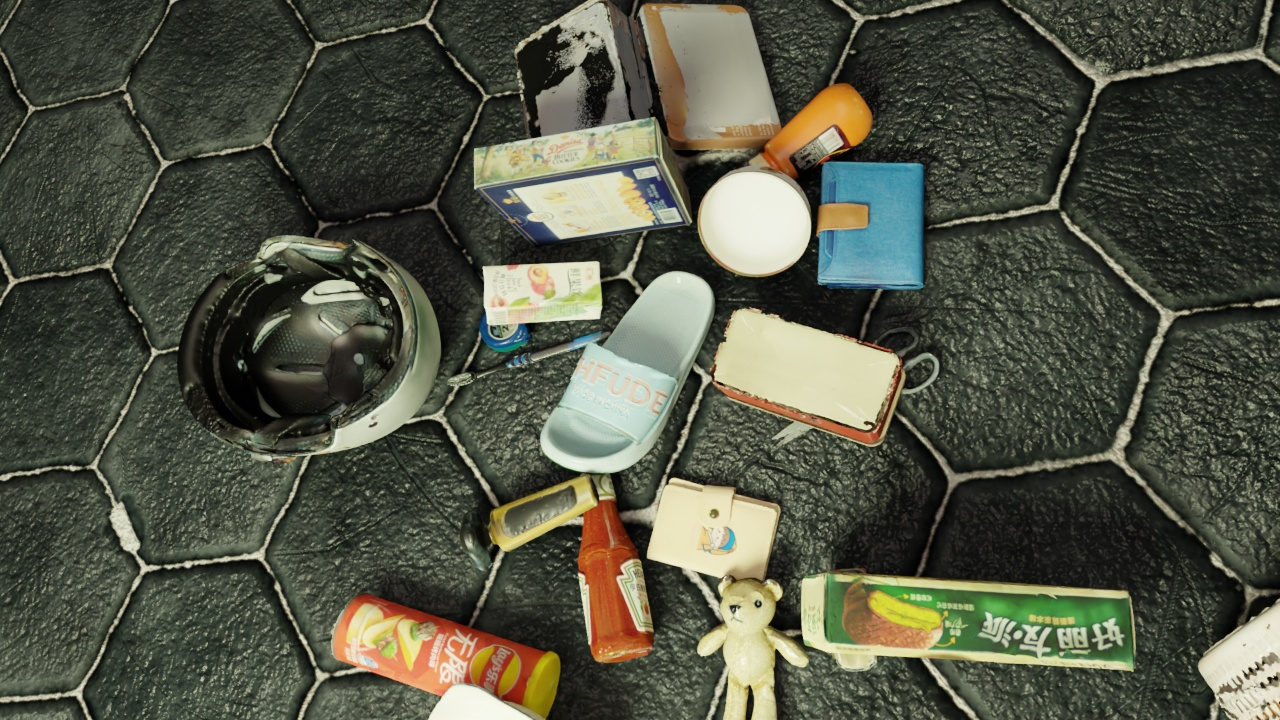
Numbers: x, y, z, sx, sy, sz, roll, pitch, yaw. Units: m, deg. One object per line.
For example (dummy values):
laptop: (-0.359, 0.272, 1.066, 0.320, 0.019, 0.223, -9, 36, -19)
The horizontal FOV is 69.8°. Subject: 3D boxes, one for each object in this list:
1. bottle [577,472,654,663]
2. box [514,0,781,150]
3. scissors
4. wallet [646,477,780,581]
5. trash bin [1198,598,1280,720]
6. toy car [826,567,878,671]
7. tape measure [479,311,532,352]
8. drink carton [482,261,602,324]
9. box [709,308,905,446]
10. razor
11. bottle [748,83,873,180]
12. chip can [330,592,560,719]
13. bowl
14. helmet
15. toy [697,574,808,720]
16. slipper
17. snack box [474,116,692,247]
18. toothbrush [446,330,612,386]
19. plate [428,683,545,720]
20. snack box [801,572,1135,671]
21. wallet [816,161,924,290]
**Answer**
bottle: (-0.032, 0.182, 0.887, 0.060, 0.060, 0.205, -15, 66, 9)
box: (0.004, -0.294, 0.988, 0.274, 0.126, 0.178, -12, 72, 4)
scissors: (0.212, 0.039, 0.893, 0.136, 0.014, 0.174, 23, 81, 19)
wallet: (0.071, 0.163, 0.886, 0.115, 0.024, 0.087, 11, 76, 17)
trash bin: (0.538, 0.258, 0.662, 0.227, 0.227, 0.192, -35, 57, 1)
toy car: (0.191, 0.235, 0.831, 0.042, 0.035, 0.090, -7, 75, 12)
tape measure: (-0.145, -0.036, 0.991, 0.054, 0.025, 0.058, -22, 61, 7)
drink carton: (-0.102, -0.070, 0.965, 0.122, 0.046, 0.053, -3, 65, -7)
box: (0.158, 0.011, 0.870, 0.168, 0.079, 0.091, 18, 81, 22)
razor: (-0.109, 0.152, 0.890, 0.168, 0.067, 0.062, -27, 73, 25)
bottle: (0.166, -0.222, 0.954, 0.149, 0.066, 0.066, -36, 70, 9)
chip can: (-0.188, 0.286, 0.885, 0.217, 0.073, 0.073, 13, 78, 17)
bowl: (0.119, -0.149, 0.931, 0.113, 0.114, 0.062, 4, 34, 14)
helmet: (-0.321, -0.006, 0.956, 0.275, 0.156, 0.229, -8, 75, 22)
toy: (0.096, 0.274, 0.826, 0.105, 0.066, 0.157, -4, 78, 29)
slipper: (-0.005, 0.005, 0.906, 0.104, 0.074, 0.245, 27, 70, 19)
snack box: (-0.052, -0.173, 0.926, 0.183, 0.178, 0.045, -6, 77, 11)
toothbrush: (-0.120, -0.002, 0.981, 0.189, 0.016, 0.014, -17, 79, 7)
plate: (-0.118, 0.361, 0.829, 0.163, 0.034, 0.165, 34, 123, 4)
snack box: (0.260, 0.212, 0.755, 0.240, 0.114, 0.063, 3, 76, 1)
wallet: (0.232, -0.138, 0.926, 0.106, 0.040, 0.133, 3, 75, 9)
